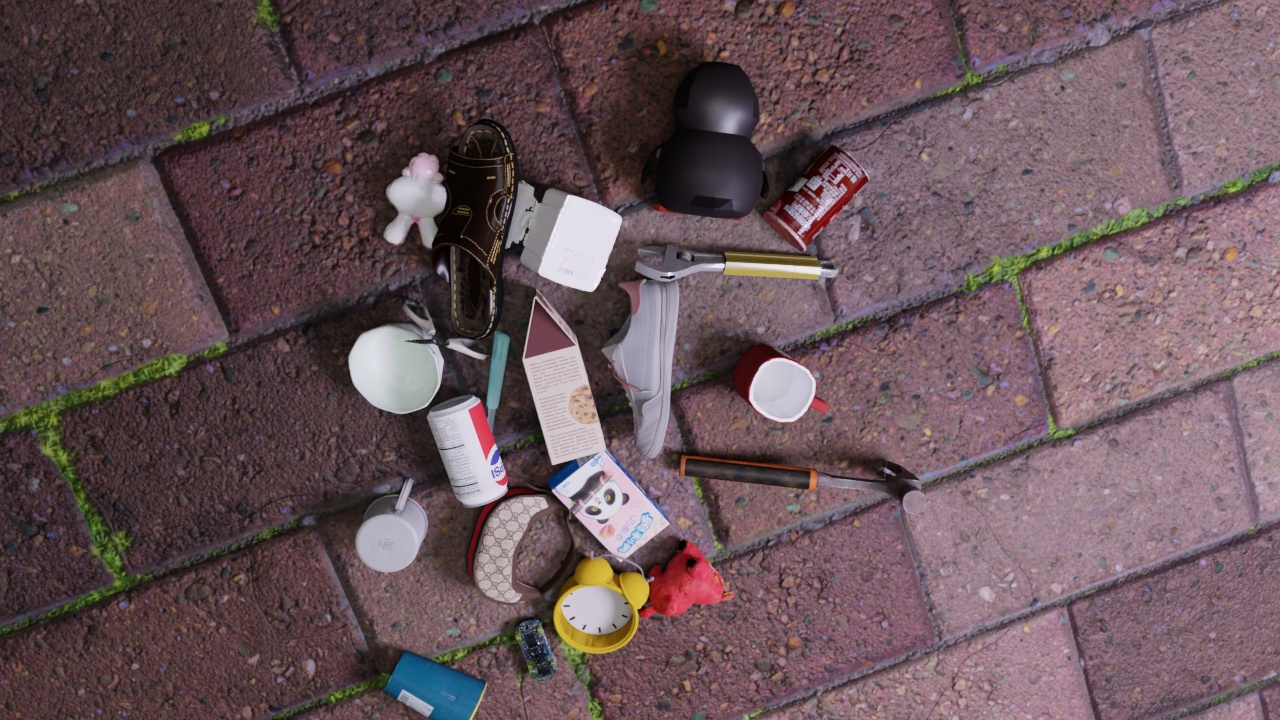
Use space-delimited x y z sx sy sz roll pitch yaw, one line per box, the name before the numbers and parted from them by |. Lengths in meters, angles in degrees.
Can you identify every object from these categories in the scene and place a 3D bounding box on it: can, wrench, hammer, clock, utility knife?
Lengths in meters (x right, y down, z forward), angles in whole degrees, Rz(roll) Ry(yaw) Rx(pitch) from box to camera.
can | -0.221 0.116 1.179 0.070 0.070 0.132 -18 102 -2
wrench | 0.125 -0.122 1.171 0.273 0.083 0.018 2 126 -11
hammer | 0.209 0.152 1.225 0.314 0.137 0.035 5 100 7
clock | -0.053 0.326 1.239 0.113 0.052 0.152 25 109 -8
utility knife | -0.190 0.032 1.195 0.022 0.015 0.141 13 100 14

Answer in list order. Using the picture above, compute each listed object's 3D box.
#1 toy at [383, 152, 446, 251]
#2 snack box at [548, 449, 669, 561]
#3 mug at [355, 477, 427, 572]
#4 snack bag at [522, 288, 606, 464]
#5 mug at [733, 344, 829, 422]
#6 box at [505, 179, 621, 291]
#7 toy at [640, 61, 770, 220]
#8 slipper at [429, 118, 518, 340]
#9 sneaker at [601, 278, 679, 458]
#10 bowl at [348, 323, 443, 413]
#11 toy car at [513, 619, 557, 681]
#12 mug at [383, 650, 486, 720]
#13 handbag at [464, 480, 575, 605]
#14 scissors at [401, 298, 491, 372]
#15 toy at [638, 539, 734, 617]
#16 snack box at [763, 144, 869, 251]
toy | -0.273 -0.195 1.131 0.079 0.038 0.123 11 108 -11
snack box | -0.041 0.188 1.216 0.088 0.033 0.154 -39 114 3
mug | -0.319 0.211 1.189 0.084 0.070 0.113 18 100 -9
snack bag | -0.105 0.014 1.159 0.070 0.094 0.206 -15 102 -3
mug | 0.186 0.035 1.190 0.116 0.096 0.080 26 97 -10
box | -0.128 -0.165 1.142 0.151 0.132 0.107 15 98 -40
toy | 0.087 -0.265 1.100 0.159 0.140 0.184 5 100 -7
slipper | -0.204 -0.153 1.097 0.113 0.075 0.268 18 109 31
sneaker | -0.006 0.007 1.167 0.089 0.099 0.236 4 98 -4
bowl | -0.298 0.002 1.148 0.117 0.061 0.117 3 113 8
toy car | -0.143 0.397 1.262 0.038 0.027 0.090 -20 101 -4
mug | -0.279 0.444 1.237 0.121 0.078 0.078 28 97 -6
handbag | -0.155 0.243 1.223 0.138 0.063 0.166 15 94 -26
scissors | -0.246 -0.030 1.123 0.157 0.170 0.013 42 104 27
toy | 0.058 0.322 1.248 0.133 0.088 0.094 -43 119 16
snack box | 0.222 -0.206 1.161 0.072 0.072 0.121 42 93 -11
